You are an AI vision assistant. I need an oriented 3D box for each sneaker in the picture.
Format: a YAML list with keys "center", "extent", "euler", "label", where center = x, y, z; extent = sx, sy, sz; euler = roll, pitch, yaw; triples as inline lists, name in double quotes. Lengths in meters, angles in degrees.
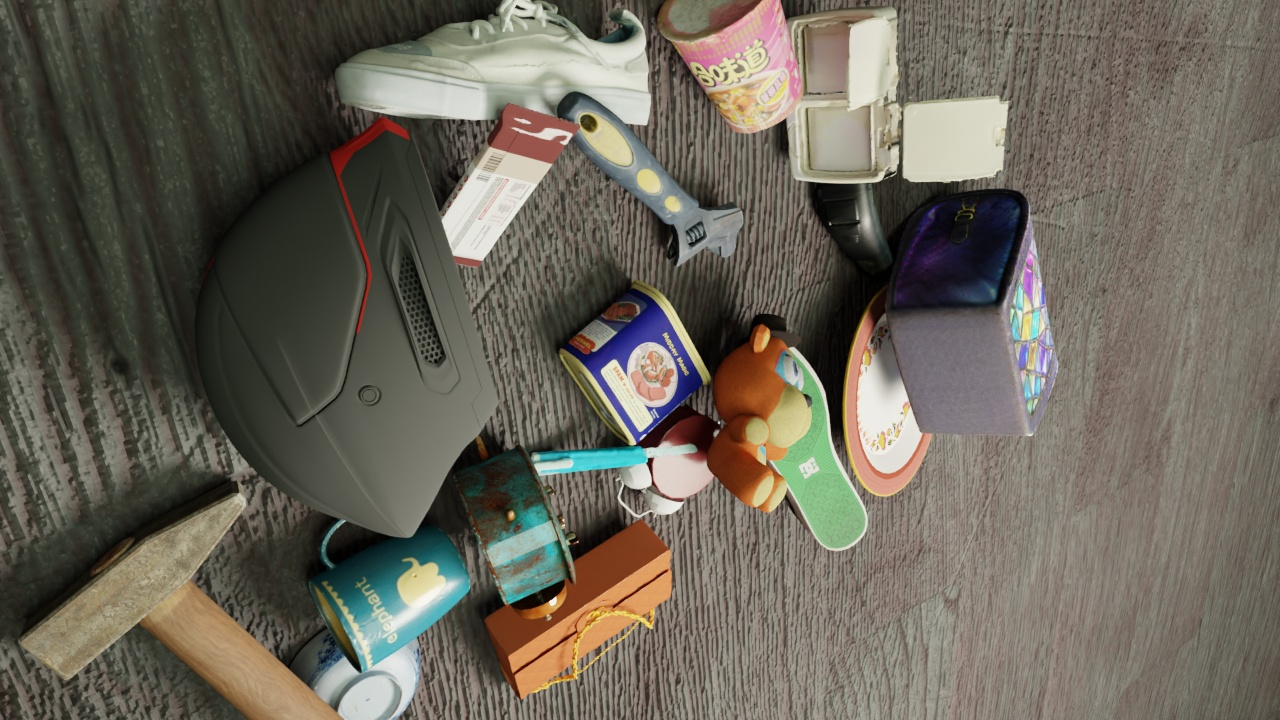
- center: [-0.093, -0.210, 0.630]
  extent: [0.241, 0.090, 0.091]
  euler: [-11, 110, -38]
  label: "sneaker"
- center: [0.153, 0.079, 0.931]
  extent: [0.084, 0.079, 0.235]
  euler: [-27, 105, -7]
  label: "sneaker"

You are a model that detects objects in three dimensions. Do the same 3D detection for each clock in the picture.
- center: [-0.093, 0.143, 0.747]
  extent: [0.073, 0.121, 0.158]
  euler: [-21, 131, -13]
  label: "clock"
- center: [0.027, 0.091, 0.857]
  extent: [0.124, 0.044, 0.087]
  euler: [-48, 128, -9]
  label: "clock"

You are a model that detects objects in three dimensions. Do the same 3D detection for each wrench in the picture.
- center: [0.016, -0.134, 0.722]
  extent: [0.073, 0.022, 0.273]
  euler: [-46, 148, 8]
  label: "wrench"

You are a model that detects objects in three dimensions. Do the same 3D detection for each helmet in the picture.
- center: [-0.191, -0.006, 0.591]
  extent: [0.169, 0.164, 0.265]
  euler: [-19, 110, -10]
  label: "helmet"

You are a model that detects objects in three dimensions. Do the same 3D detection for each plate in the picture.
- center: [0.266, 0.030, 0.982]
  extent: [0.229, 0.021, 0.230]
  euler: [-8, 101, -49]
  label: "plate"

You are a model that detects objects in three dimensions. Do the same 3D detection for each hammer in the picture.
- center: [-0.269, 0.238, 0.676]
  extent: [0.157, 0.037, 0.301]
  euler: [-41, 114, -14]
  label: "hammer"

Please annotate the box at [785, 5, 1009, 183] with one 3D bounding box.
- center: [0.184, -0.207, 0.734]
  extent: [0.106, 0.193, 0.143]
  euler: [-30, 119, -44]
  label: "box"

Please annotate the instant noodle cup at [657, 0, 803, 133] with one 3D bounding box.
- center: [0.080, -0.246, 0.731]
  extent: [0.097, 0.098, 0.108]
  euler: [-48, 136, -9]
  label: "instant noodle cup"

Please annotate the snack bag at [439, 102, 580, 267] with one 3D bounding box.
- center: [-0.105, -0.118, 0.645]
  extent: [0.057, 0.013, 0.158]
  euler: [8, 143, -35]
  label: "snack bag"

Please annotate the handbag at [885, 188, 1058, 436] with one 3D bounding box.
- center: [0.351, -0.051, 0.952]
  extent: [0.221, 0.126, 0.205]
  euler: [-56, 132, -40]
  label: "handbag"

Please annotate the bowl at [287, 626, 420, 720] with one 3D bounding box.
- center: [-0.229, 0.270, 0.753]
  extent: [0.114, 0.045, 0.114]
  euler: [-14, 116, -30]
  label: "bowl"

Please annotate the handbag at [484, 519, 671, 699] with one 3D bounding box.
- center: [-0.048, 0.240, 0.852]
  extent: [0.171, 0.060, 0.109]
  euler: [-29, 142, -22]
  label: "handbag"

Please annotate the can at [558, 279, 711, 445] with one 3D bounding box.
- center: [-0.005, 0.005, 0.793]
  extent: [0.092, 0.056, 0.116]
  euler: [-41, 126, -13]
  label: "can"

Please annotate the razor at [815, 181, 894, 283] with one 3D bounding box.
- center: [0.219, -0.133, 0.902]
  extent: [0.151, 0.054, 0.067]
  euler: [46, 54, -44]
  label: "razor"

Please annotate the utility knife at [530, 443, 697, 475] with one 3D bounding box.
- center: [-0.023, 0.087, 0.805]
  extent: [0.151, 0.015, 0.022]
  euler: [-3, 108, -9]
  label: "utility knife"

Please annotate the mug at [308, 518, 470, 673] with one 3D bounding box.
- center: [-0.199, 0.167, 0.718]
  extent: [0.104, 0.085, 0.112]
  euler: [-28, 94, -30]
  label: "mug"

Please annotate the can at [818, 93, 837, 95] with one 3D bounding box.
- center: [0.178, -0.233, 0.836]
  extent: [0.032, 0.032, 0.095]
  euler: [-23, 120, -26]
  label: "can"

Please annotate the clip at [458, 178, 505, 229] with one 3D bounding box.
- center: [-0.118, -0.120, 0.692]
  extent: [0.051, 0.013, 0.035]
  euler: [30, 89, -36]
  label: "clip"

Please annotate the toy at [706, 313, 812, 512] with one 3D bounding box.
- center: [0.104, 0.045, 0.821]
  extent: [0.112, 0.096, 0.176]
  euler: [30, 54, -66]
  label: "toy"
